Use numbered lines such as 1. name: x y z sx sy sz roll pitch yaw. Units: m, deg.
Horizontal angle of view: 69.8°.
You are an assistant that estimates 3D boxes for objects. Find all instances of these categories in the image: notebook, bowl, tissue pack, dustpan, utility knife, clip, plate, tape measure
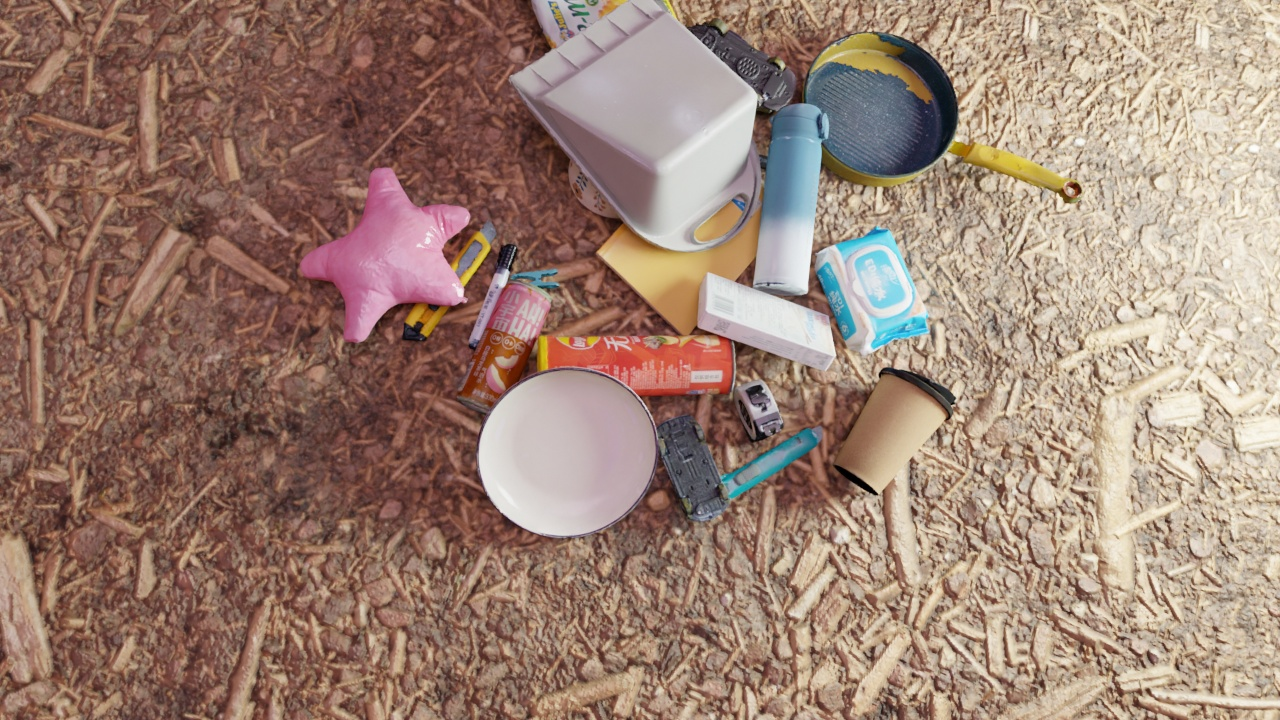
1. notebook: 0.066 -0.148 1.077 0.146 0.010 0.206 43 76 -9
2. bowl: -0.027 -0.230 1.075 0.113 0.062 0.113 2 76 -7
3. tissue pack: 0.271 -0.082 1.073 0.090 0.063 0.140 -19 80 -10
4. dustpan: 0.020 -0.256 1.052 0.258 0.143 0.222 41 67 19
5. utility knife: 0.142 0.117 1.039 0.160 0.013 0.029 -29 82 -12
6. clip: -0.121 -0.093 1.057 0.057 0.014 0.046 -7 80 -9
7. utility knife: -0.216 -0.092 1.045 0.033 0.015 0.173 33 76 -1
8. plate: -0.078 0.095 0.979 0.192 0.039 0.192 -2 106 -9
9. tape measure: 0.131 0.055 1.025 0.033 0.066 0.066 -20 82 -8

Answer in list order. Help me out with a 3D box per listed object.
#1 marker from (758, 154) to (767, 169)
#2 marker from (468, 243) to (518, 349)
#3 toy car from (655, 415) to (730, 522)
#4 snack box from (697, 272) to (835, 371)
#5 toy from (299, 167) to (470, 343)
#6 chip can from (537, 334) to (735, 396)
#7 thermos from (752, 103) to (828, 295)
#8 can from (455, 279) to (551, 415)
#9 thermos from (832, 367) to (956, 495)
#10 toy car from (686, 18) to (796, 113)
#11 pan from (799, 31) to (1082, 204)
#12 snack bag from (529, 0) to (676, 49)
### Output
1. marker: 0.121 -0.249 1.119 0.124 0.015 0.018 11 79 -5
2. marker: -0.169 -0.073 1.046 0.023 0.018 0.130 12 74 22
3. toy car: 0.056 0.119 1.016 0.054 0.037 0.120 -21 77 -8
4. snack box: 0.141 -0.045 1.037 0.156 0.027 0.084 19 36 -8
5. toy: -0.272 -0.104 1.011 0.178 0.075 0.194 32 79 7
6. chip can: -0.006 0.006 1.018 0.216 0.073 0.073 -1 77 -6
7. thermos: 0.175 -0.187 1.070 0.070 0.070 0.220 8 85 -5
8. can: -0.150 -0.013 1.013 0.058 0.058 0.147 22 76 -1
9. thermos: 0.282 0.077 1.030 0.093 0.093 0.143 36 83 2
10. toy car: 0.117 -0.359 1.130 0.158 0.042 0.070 33 76 3
11. pan: 0.364 -0.275 1.120 0.357 0.078 0.197 30 76 1
12. snack bag: -0.056 -0.435 1.114 0.158 0.068 0.246 -21 81 -11
